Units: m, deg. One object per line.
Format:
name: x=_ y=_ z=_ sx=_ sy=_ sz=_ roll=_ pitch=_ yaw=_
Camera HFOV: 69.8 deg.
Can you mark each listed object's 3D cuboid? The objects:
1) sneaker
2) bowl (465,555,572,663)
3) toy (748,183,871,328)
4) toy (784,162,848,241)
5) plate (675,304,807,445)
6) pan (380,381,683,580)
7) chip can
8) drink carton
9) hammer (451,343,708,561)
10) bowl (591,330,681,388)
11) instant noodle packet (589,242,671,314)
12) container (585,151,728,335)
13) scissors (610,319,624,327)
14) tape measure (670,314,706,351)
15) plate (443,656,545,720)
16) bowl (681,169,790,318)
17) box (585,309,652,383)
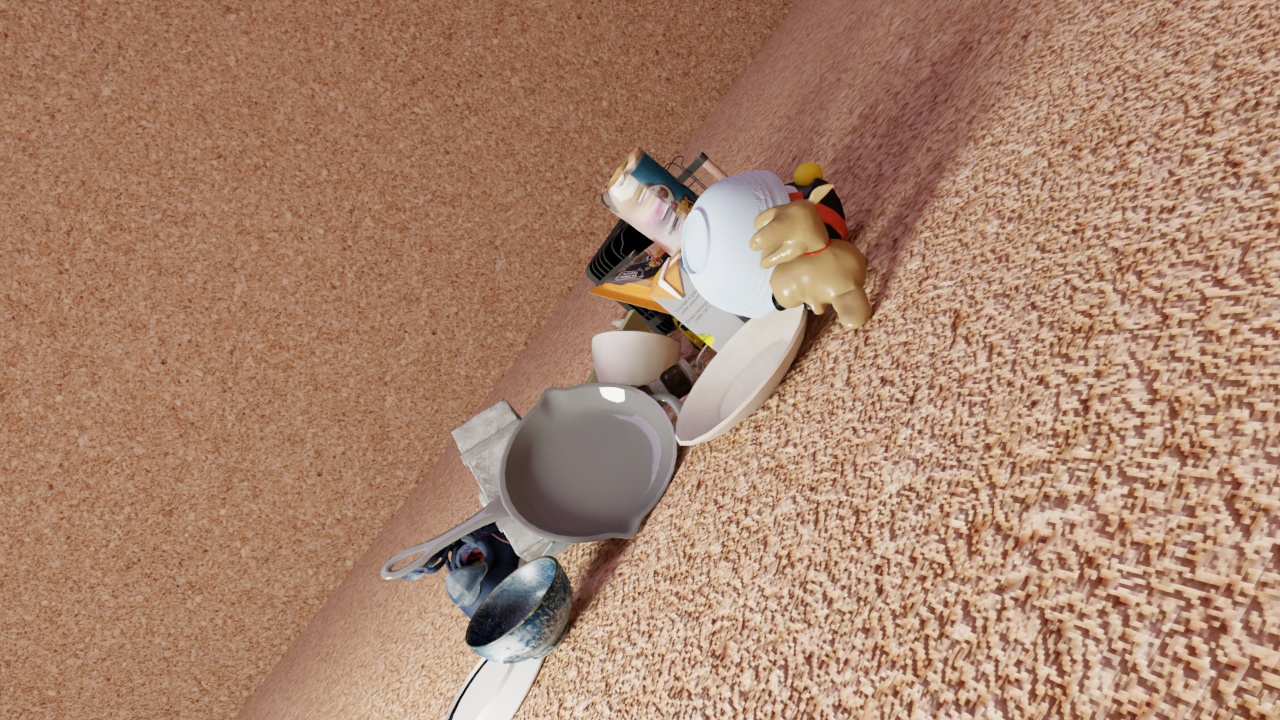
sneaker: x=-0.211 y=0.244 z=1.174 sx=0.121 sy=0.127 sz=0.294 roll=-49 pitch=9 yaw=3
bowl: x=-0.106 y=0.250 z=0.880 sx=0.114 sy=0.061 sz=0.114 roll=-35 pitch=16 yaw=11
toy: x=0.153 y=-0.092 z=0.826 sx=0.106 sy=0.108 sz=0.133 roll=-30 pitch=20 yaw=26
toy: x=0.166 y=-0.128 z=0.957 sx=0.098 sy=0.099 sz=0.119 roll=-16 pitch=56 yaw=39
plate: x=0.105 y=0.014 z=0.903 sx=0.189 sy=0.027 sz=0.188 roll=-48 pitch=12 yaw=13
pan: x=-0.108 y=0.138 z=0.963 sx=0.354 sy=0.024 sz=0.216 roll=-29 pitch=51 yaw=-7
chip can: x=0.062 y=-0.148 z=1.071 sx=0.080 sy=0.229 sz=0.079 roll=-50 pitch=13 yaw=15
drink carton: x=0.073 y=-0.062 z=1.020 sx=0.049 sy=0.125 sz=0.076 roll=-46 pitch=12 yaw=25
hammer: x=-0.040 y=0.078 z=1.051 sx=0.326 sy=0.177 sz=0.079 roll=-32 pitch=-25 yaw=-3
bowl: x=-0.007 y=0.007 z=1.172 sx=0.117 sy=0.116 sz=0.065 roll=154 pitch=122 yaw=-65
instant noodle packet: x=0.063 y=-0.126 z=1.190 sx=0.160 sy=0.032 sz=0.220 roll=17 pitch=44 yaw=36
container: x=0.051 y=-0.173 z=1.363 sx=0.131 sy=0.163 sz=0.240 roll=-34 pitch=20 yaw=55
scissors: x=-0.019 y=-0.089 z=1.750 sx=0.180 sy=0.015 sz=0.198 roll=-36 pitch=20 yaw=49
tape measure: x=0.071 y=-0.055 z=1.170 sx=0.038 sy=0.062 sz=0.067 roll=-44 pitch=12 yaw=29
plate: x=-0.160 y=0.339 z=0.939 sx=0.209 sy=0.015 sz=0.208 roll=-48 pitch=12 yaw=13
bowl: x=0.088 y=-0.118 z=0.927 sx=0.151 sy=0.074 sz=0.150 roll=180 pitch=90 yaw=-70
box: x=-0.022 y=0.032 z=1.272 sx=0.187 sy=0.064 sz=0.130 roll=-60 pitch=-28 yaw=-45
